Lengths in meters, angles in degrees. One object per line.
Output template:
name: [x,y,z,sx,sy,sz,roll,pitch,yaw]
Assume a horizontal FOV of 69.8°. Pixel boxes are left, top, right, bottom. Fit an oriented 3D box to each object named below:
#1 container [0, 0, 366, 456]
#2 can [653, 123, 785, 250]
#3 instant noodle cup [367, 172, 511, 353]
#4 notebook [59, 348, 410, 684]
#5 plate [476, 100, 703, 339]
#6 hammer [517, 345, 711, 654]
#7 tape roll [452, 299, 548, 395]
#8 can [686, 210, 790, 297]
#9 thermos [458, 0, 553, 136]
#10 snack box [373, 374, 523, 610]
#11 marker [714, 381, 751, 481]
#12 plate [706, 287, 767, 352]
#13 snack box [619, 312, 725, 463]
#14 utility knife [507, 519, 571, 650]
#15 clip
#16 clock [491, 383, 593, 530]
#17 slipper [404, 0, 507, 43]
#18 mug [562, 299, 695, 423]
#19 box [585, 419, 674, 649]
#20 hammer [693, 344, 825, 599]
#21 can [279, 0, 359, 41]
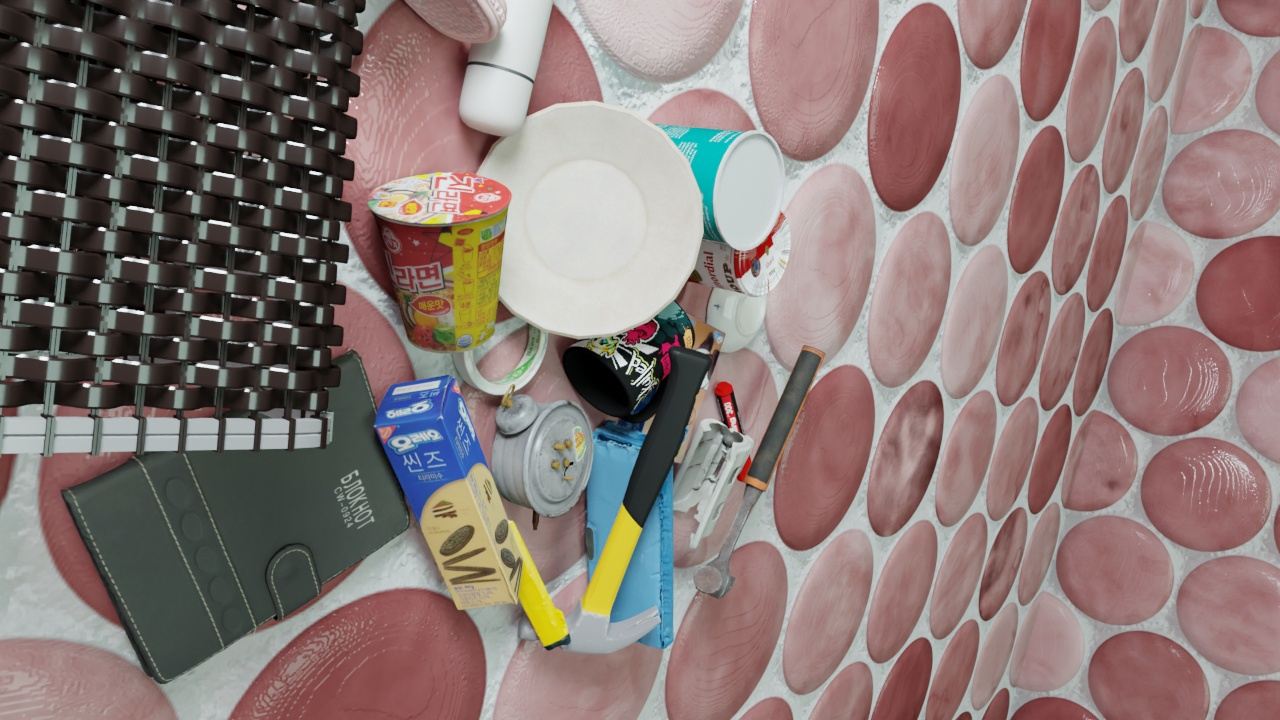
container: [-0.276,-0.108,0.380,0.245,0.248,0.243,5,96,-51]
can: [0.039,-0.157,0.811,0.099,0.144,0.099,-21,119,-44]
instant noodle cup: [-0.144,-0.068,0.674,0.100,0.100,0.113,-27,131,-42]
notebook: [-0.265,0.108,0.643,0.208,0.029,0.170,-31,125,-38]
plate: [-0.044,-0.113,0.748,0.188,0.027,0.189,-1,104,-3]
hammer: [-0.005,0.138,0.852,0.127,0.029,0.324,17,107,-13]
tape roll: [-0.117,-0.018,0.778,0.093,0.018,0.094,-20,118,-44]
can: [0.073,-0.114,0.889,0.086,0.116,0.087,-21,119,-44]
thermos: [-0.089,-0.282,0.685,0.052,0.052,0.224,8,97,-51]
snack box: [-0.149,0.112,0.740,0.057,0.056,0.207,-86,165,-56]
marker: [0.111,0.085,1.085,0.023,0.021,0.145,-38,130,-26]
plate: [0.116,-0.057,1.034,0.104,0.026,0.104,-22,120,-44]
snack box: [0.032,0.027,0.959,0.087,0.034,0.151,22,86,-51]
utility knife: [-0.111,0.177,0.826,0.030,0.019,0.217,-28,116,-16]
clip: [0.070,0.118,1.012,0.152,0.099,0.126,-68,-179,-65]
clock: [-0.089,0.075,0.806,0.103,0.056,0.148,-60,141,-36]
slipper: [-0.172,-0.266,0.561,0.239,0.094,0.064,39,68,-53]
mug: [-0.005,0.005,0.867,0.098,0.082,0.118,-45,132,-30]
box: [-0.012,0.181,0.918,0.053,0.093,0.232,-23,121,-44]
hammer: [0.145,0.129,1.079,0.314,0.035,0.138,-64,163,-11]
can: [-0.219,-0.206,0.576,0.080,0.032,0.031,-37,129,-36]
